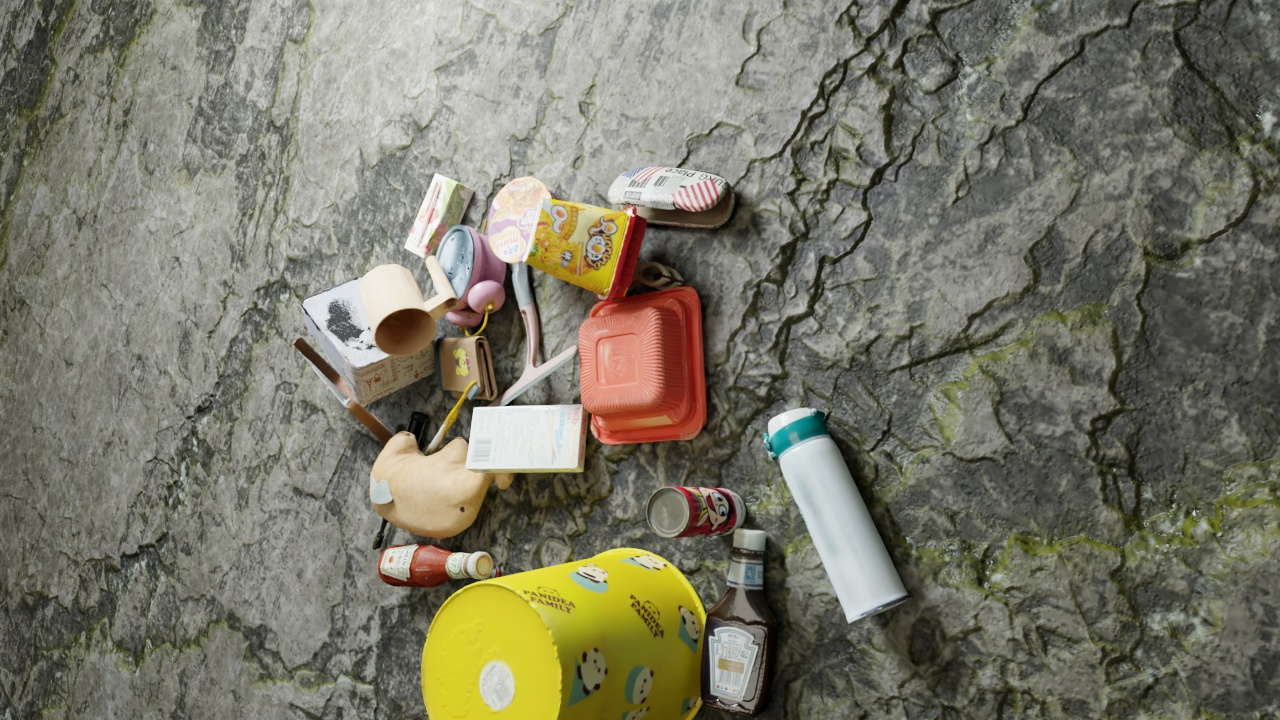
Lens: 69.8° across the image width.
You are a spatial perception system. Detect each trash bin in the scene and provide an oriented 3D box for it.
[{"bbox_3d":[-0.081,0.324,0.998,0.230,0.255,0.229,-6,79,32],"label":"trash bin"}]

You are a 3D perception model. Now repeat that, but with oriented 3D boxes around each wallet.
[{"bbox_3d":[-0.240,0.011,1.257,0.115,0.033,0.090,0,100,50],"label":"wallet"}]

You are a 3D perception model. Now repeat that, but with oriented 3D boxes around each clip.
[{"bbox_3d":[0.006,-0.105,1.140,0.097,0.034,0.061,15,92,39],"label":"clip"}]

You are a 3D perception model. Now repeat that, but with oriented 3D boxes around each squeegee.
[{"bbox_3d":[-0.157,-0.066,1.238,0.248,0.040,0.249,-32,59,45],"label":"squeegee"}]

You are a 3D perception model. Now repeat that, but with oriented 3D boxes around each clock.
[{"bbox_3d":[-0.233,-0.107,1.264,0.117,0.059,0.158,-29,61,45],"label":"clock"}]

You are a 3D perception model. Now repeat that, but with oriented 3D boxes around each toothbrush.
[{"bbox_3d":[-0.259,0.085,1.260,0.018,0.016,0.192,53,133,15],"label":"toothbrush"},{"bbox_3d":[-0.354,0.177,1.337,0.026,0.027,0.212,19,94,-1],"label":"toothbrush"}]

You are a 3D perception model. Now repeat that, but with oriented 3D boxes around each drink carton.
[{"bbox_3d":[-0.297,-0.208,1.348,0.053,0.045,0.122,30,99,34],"label":"drink carton"}]

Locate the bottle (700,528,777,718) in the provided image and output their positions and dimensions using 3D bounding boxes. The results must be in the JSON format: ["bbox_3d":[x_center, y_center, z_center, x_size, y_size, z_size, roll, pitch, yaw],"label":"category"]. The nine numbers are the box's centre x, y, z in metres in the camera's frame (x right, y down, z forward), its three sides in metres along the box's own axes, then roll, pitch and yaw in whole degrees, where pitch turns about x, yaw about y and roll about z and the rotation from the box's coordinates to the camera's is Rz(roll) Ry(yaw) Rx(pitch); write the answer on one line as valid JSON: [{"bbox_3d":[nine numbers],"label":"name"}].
[{"bbox_3d":[0.111,0.283,1.005,0.080,0.044,0.194,4,83,25],"label":"bottle"}]

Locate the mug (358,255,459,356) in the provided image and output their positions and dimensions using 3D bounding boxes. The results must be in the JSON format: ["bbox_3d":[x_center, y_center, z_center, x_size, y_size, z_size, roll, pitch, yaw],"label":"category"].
[{"bbox_3d":[-0.315,-0.081,1.246,0.124,0.084,0.103,-33,51,0],"label":"mug"}]

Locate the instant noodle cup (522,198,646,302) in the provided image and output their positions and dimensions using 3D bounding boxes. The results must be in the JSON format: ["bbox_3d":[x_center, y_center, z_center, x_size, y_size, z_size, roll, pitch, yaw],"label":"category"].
[{"bbox_3d":[-0.069,-0.138,1.093,0.123,0.116,0.116,15,92,-11],"label":"instant noodle cup"}]

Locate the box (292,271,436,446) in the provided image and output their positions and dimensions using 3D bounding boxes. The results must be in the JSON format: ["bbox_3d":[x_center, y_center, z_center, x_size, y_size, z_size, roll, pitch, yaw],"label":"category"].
[{"bbox_3d":[-0.401,0.011,1.355,0.183,0.156,0.193,44,148,30],"label":"box"}]

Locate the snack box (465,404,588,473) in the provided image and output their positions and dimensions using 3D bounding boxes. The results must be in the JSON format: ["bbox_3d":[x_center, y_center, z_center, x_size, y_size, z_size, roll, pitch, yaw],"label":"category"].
[{"bbox_3d":[-0.146,0.101,1.179,0.157,0.027,0.084,-2,69,17],"label":"snack box"}]

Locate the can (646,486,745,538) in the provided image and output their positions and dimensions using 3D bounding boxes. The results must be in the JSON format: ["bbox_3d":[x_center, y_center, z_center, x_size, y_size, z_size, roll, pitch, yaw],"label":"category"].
[{"bbox_3d":[0.064,0.165,1.000,0.053,0.132,0.053,-6,79,33],"label":"can"}]

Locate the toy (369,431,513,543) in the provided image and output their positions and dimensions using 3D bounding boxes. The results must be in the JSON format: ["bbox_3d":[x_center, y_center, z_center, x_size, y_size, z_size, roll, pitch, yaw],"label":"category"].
[{"bbox_3d":[-0.267,0.175,1.248,0.226,0.082,0.143,4,91,22],"label":"toy"}]

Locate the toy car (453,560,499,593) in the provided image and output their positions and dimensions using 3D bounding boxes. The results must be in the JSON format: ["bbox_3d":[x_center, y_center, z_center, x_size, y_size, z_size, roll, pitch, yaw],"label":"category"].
[{"bbox_3d":[-0.224,0.314,1.227,0.049,0.031,0.106,28,87,37],"label":"toy car"}]

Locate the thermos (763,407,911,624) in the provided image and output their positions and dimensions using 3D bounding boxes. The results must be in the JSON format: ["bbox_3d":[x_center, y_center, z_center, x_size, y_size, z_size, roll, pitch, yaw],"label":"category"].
[{"bbox_3d":[0.197,0.155,0.954,0.073,0.073,0.224,-33,66,25],"label":"thermos"}]

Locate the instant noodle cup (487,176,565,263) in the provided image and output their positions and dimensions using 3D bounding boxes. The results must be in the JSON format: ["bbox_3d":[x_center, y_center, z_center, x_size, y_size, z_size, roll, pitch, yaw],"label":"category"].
[{"bbox_3d":[-0.126,-0.171,1.197,0.112,0.099,0.111,-6,79,35],"label":"instant noodle cup"}]

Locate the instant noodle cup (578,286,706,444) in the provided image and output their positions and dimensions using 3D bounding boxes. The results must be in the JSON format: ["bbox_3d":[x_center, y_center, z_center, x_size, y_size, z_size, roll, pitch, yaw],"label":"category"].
[{"bbox_3d":[-0.007,0.006,1.104,0.165,0.079,0.188,-10,79,32],"label":"instant noodle cup"}]

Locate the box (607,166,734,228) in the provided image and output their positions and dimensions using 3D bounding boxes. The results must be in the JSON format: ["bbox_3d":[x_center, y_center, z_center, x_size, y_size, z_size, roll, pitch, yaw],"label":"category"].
[{"bbox_3d":[0.032,-0.207,1.111,0.164,0.080,0.075,14,85,37],"label":"box"}]

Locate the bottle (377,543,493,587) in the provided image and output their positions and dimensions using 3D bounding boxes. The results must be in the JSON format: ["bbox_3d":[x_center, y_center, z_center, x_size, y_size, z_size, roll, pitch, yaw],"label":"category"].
[{"bbox_3d":[-0.276,0.276,1.234,0.207,0.059,0.059,-11,76,41],"label":"bottle"}]
